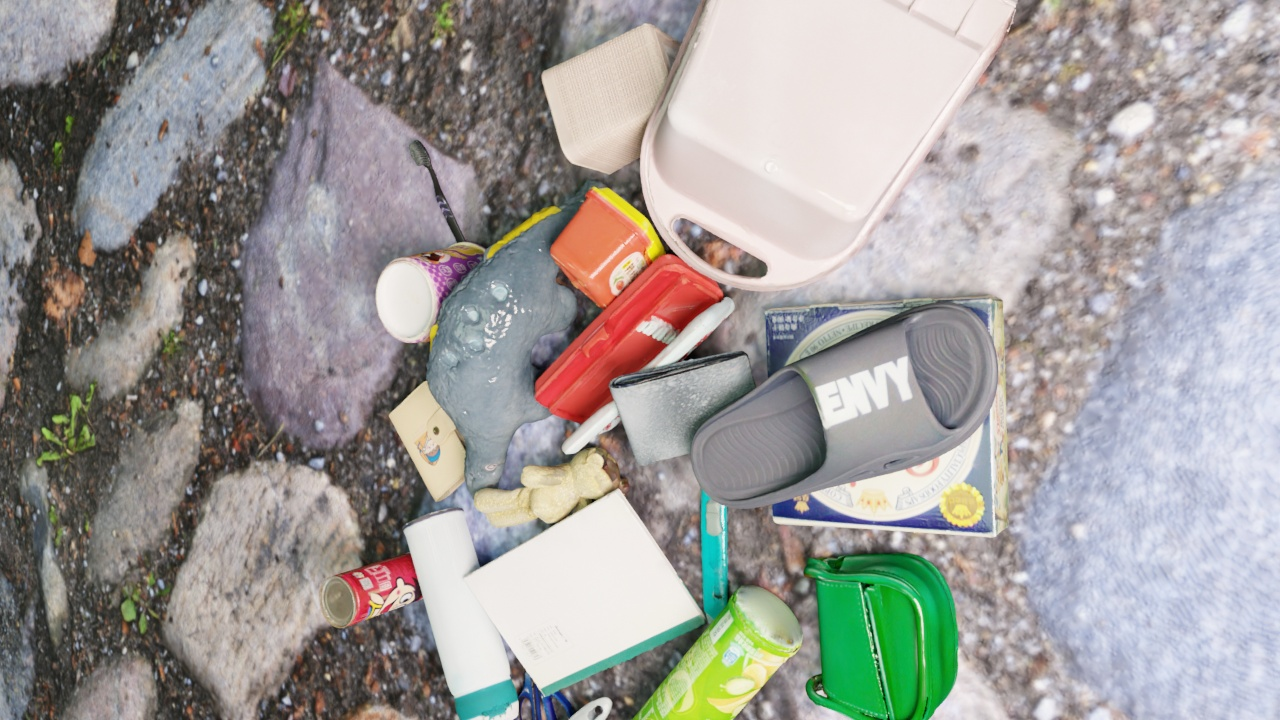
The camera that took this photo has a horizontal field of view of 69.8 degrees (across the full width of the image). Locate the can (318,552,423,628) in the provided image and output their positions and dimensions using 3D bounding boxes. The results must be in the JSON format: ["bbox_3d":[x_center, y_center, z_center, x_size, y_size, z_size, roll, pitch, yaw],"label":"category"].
[{"bbox_3d":[-0.271,0.240,0.976,0.053,0.132,0.053,2,93,31],"label":"can"}]

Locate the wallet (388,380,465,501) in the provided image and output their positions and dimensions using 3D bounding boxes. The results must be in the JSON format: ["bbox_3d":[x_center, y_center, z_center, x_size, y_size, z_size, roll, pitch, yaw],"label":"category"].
[{"bbox_3d":[-0.224,0.085,1.003,0.087,0.024,0.115,-40,72,26],"label":"wallet"}]

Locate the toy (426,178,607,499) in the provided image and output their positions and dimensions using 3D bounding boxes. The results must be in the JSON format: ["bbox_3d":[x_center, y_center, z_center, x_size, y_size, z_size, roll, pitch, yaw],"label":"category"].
[{"bbox_3d":[-0.134,-0.012,0.885,0.091,0.137,0.357,36,112,48],"label":"toy"}]

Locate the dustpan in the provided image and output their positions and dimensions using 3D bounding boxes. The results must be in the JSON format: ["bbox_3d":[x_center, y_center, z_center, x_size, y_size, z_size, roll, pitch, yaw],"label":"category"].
[{"bbox_3d":[0.121,-0.200,0.738,0.222,0.139,0.273,32,83,3],"label":"dustpan"}]

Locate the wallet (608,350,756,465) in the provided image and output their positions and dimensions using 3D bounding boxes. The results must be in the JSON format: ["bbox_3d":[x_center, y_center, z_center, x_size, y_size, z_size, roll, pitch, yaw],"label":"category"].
[{"bbox_3d":[0.043,0.042,0.788,0.121,0.019,0.097,-13,129,7],"label":"wallet"}]

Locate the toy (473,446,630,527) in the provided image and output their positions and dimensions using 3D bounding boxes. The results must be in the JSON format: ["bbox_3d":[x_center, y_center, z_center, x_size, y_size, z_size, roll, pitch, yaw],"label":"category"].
[{"bbox_3d":[-0.090,0.127,0.895,0.157,0.105,0.066,-20,39,19],"label":"toy"}]

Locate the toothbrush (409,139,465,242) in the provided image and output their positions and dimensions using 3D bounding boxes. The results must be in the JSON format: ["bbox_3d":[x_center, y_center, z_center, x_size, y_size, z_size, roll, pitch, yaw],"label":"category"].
[{"bbox_3d":[-0.207,-0.156,0.982,0.014,0.016,0.189,-33,78,34],"label":"toothbrush"}]

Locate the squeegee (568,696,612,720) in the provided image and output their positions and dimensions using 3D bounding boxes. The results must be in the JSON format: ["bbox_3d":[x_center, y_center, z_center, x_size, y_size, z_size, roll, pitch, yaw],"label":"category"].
[{"bbox_3d":[-0.106,0.418,0.930,0.246,0.039,0.247,48,117,17],"label":"squeegee"}]

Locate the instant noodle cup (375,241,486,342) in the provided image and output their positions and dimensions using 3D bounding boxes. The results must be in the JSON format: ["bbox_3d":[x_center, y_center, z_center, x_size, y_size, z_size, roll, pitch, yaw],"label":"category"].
[{"bbox_3d":[-0.205,-0.065,0.933,0.112,0.099,0.111,4,99,30],"label":"instant noodle cup"}]

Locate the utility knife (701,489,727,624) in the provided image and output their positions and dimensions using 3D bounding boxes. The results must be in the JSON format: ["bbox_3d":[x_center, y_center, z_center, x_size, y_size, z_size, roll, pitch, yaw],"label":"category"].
[{"bbox_3d":[0.068,0.167,0.835,0.029,0.013,0.161,1,93,33],"label":"utility knife"}]

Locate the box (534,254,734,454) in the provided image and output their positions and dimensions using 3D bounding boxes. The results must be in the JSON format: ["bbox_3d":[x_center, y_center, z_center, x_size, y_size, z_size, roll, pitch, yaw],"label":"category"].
[{"bbox_3d":[-0.002,0.008,0.822,0.202,0.094,0.091,-44,39,26],"label":"box"}]

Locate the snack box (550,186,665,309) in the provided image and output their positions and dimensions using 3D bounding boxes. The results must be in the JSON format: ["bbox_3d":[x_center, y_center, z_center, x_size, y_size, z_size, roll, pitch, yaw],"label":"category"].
[{"bbox_3d":[-0.031,-0.098,0.823,0.080,0.091,0.082,-47,66,-3],"label":"snack box"}]

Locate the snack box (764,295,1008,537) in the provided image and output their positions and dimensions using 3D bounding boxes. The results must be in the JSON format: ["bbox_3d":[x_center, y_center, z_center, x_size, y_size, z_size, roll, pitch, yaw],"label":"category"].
[{"bbox_3d":[0.194,0.043,0.733,0.178,0.045,0.182,-2,91,32],"label":"snack box"}]

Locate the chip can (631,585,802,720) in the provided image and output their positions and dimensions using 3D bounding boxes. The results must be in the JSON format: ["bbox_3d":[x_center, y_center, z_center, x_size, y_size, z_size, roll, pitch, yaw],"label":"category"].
[{"bbox_3d":[0.057,0.295,0.816,0.072,0.072,0.222,43,113,22],"label":"chip can"}]

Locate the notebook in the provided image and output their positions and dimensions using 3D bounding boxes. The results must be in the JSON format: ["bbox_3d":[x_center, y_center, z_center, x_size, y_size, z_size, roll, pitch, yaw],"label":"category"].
[{"bbox_3d":[-0.059,0.230,0.887,0.210,0.012,0.150,-32,93,25],"label":"notebook"}]

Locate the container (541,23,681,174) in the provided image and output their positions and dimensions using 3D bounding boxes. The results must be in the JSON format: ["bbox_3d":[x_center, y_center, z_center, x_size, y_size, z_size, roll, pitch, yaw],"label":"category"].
[{"bbox_3d":[-0.011,-0.233,0.818,0.111,0.089,0.090,-19,83,27],"label":"container"}]

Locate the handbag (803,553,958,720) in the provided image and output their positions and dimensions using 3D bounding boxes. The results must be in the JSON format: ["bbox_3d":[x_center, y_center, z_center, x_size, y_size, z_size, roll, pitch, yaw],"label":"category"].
[{"bbox_3d":[0.188,0.222,0.740,0.120,0.067,0.131,0,94,39],"label":"handbag"}]

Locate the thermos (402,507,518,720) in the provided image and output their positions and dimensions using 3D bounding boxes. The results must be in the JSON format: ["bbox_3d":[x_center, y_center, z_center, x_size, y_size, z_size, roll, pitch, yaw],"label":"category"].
[{"bbox_3d":[-0.185,0.270,0.952,0.073,0.073,0.224,-30,72,29],"label":"thermos"}]

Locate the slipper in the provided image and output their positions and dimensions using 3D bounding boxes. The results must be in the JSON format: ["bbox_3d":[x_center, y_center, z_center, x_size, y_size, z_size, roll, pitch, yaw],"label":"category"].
[{"bbox_3d":[0.138,0.049,0.694,0.269,0.083,0.110,-29,79,32],"label":"slipper"}]

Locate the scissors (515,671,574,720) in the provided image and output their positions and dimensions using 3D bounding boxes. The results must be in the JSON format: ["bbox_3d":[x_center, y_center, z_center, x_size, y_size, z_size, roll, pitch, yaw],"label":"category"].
[{"bbox_3d":[-0.102,0.317,0.947,0.128,0.012,0.173,19,105,28],"label":"scissors"}]
